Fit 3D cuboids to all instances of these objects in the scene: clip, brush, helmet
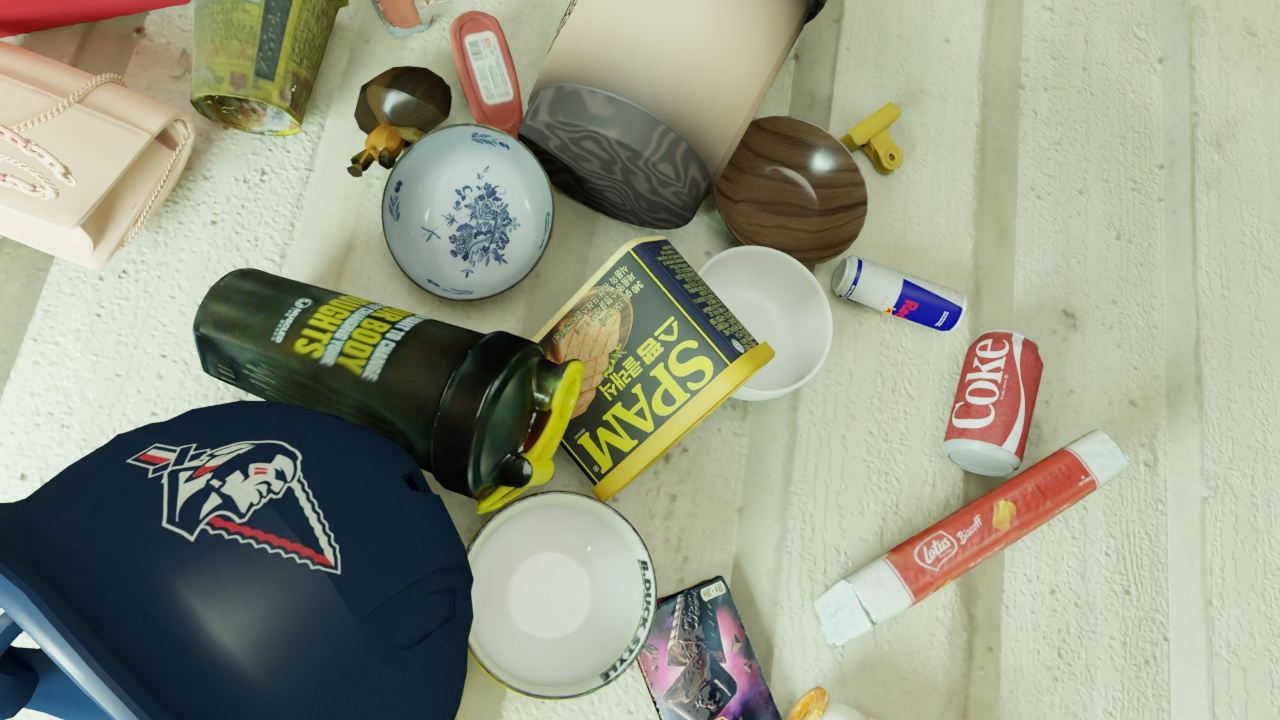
[{"bbox_3d":[0.184,-0.170,0.721,0.054,0.045,0.049,-37,128,-20],"label":"clip"},{"bbox_3d":[-0.099,-0.160,0.652,0.041,0.030,0.172,-16,92,-18],"label":"brush"},{"bbox_3d":[-0.190,0.123,0.424,0.232,0.272,0.222,35,77,15],"label":"helmet"}]

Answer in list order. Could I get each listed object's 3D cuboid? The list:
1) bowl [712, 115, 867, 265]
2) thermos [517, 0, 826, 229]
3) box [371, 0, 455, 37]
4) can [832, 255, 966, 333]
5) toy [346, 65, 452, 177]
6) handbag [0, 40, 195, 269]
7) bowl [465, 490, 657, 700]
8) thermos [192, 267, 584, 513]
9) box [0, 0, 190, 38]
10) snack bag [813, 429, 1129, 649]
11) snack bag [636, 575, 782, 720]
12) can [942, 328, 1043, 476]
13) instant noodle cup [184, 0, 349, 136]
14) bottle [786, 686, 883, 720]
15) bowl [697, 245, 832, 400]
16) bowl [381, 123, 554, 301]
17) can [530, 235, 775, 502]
[{"bbox_3d":[0.106,-0.120,0.681,0.119,0.032,0.119,3,74,-11],"label":"bowl"},{"bbox_3d":[0.022,-0.220,0.627,0.172,0.173,0.226,25,77,-4],"label":"thermos"},{"bbox_3d":[-0.194,-0.330,0.668,0.079,0.054,0.187,-32,80,14],"label":"box"},{"bbox_3d":[0.191,-0.049,0.678,0.095,0.032,0.032,18,71,-6],"label":"can"},{"bbox_3d":[-0.168,-0.157,0.620,0.076,0.062,0.099,1,53,25],"label":"toy"},{"bbox_3d":[-0.353,-0.153,0.510,0.199,0.187,0.116,22,66,2],"label":"handbag"},{"bbox_3d":[-0.053,0.141,0.554,0.117,0.068,0.117,3,73,-11],"label":"bowl"},{"bbox_3d":[-0.148,0.012,0.535,0.221,0.098,0.098,18,70,13],"label":"thermos"},{"bbox_3d":[-0.371,-0.283,0.431,0.211,0.411,0.107,-18,75,-15],"label":"box"},{"bbox_3d":[0.220,0.118,0.614,0.225,0.078,0.041,-24,69,-17],"label":"snack bag"},{"bbox_3d":[0.048,0.220,0.580,0.074,0.018,0.155,-20,81,-17],"label":"snack bag"},{"bbox_3d":[0.254,0.030,0.658,0.054,0.054,0.096,23,71,-5],"label":"can"},{"bbox_3d":[-0.250,-0.211,0.605,0.102,0.102,0.108,8,81,-10],"label":"instant noodle cup"},{"bbox_3d":[0.141,0.250,0.565,0.109,0.063,0.063,42,70,0],"label":"bottle"},{"bbox_3d":[0.075,-0.021,0.635,0.105,0.054,0.104,4,72,-12],"label":"bowl"},{"bbox_3d":[-0.111,-0.096,0.613,0.114,0.045,0.114,0,93,2],"label":"bowl"},{"bbox_3d":[-0.003,0.003,0.572,0.135,0.075,0.104,-44,82,23],"label":"can"}]
